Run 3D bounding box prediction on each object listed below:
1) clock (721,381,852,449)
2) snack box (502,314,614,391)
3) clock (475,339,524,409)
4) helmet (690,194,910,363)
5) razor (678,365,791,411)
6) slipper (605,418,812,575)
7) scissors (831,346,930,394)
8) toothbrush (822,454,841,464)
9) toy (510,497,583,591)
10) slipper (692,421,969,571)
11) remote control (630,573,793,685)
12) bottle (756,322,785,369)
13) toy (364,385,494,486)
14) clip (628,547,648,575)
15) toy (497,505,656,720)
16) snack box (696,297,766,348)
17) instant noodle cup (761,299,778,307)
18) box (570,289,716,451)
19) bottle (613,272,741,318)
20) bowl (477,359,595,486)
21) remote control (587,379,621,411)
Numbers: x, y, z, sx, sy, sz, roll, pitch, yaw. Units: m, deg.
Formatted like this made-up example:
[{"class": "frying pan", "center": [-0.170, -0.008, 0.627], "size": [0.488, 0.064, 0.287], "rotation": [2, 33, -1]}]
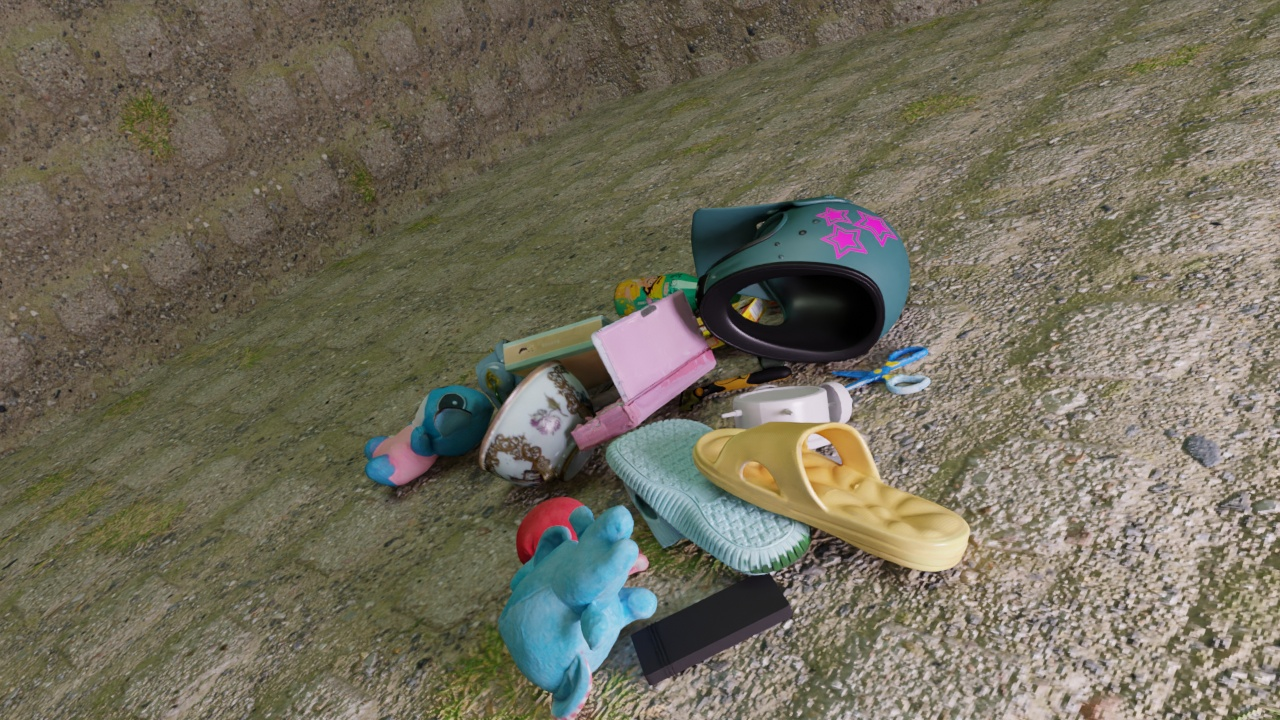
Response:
[{"class": "clock", "center": [0.158, 0.059, 0.969], "size": [0.120, 0.061, 0.158], "rotation": [-4, 7, 33]}, {"class": "snack box", "center": [-0.068, 0.000, 1.199], "size": [0.142, 0.044, 0.193], "rotation": [-15, -17, 22]}, {"class": "clock", "center": [-0.177, 0.037, 1.275], "size": [0.060, 0.118, 0.162], "rotation": [-34, 16, 4]}, {"class": "helmet", "center": [0.188, -0.110, 1.128], "size": [0.275, 0.177, 0.199], "rotation": [3, 37, 13]}, {"class": "razor", "center": [0.116, 0.030, 1.134], "size": [0.144, 0.021, 0.044], "rotation": [-14, 25, 15]}, {"class": "slipper", "center": [0.065, 0.137, 0.896], "size": [0.115, 0.069, 0.276], "rotation": [-30, 33, -17]}, {"class": "scissors", "center": [0.271, 0.019, 1.024], "size": [0.125, 0.016, 0.123], "rotation": [-24, 21, -3]}, {"class": "toothbrush", "center": [0.142, 0.102, 0.957], "size": [0.188, 0.018, 0.019], "rotation": [2, 32, 46]}, {"class": "toy", "center": [-0.088, 0.195, 0.930], "size": [0.092, 0.062, 0.132], "rotation": [-29, 37, 25]}, {"class": "slipper", "center": [0.163, 0.095, 0.802], "size": [0.099, 0.078, 0.264], "rotation": [-13, 27, -43]}, {"class": "remote control", "center": [0.059, 0.225, 0.778], "size": [0.133, 0.013, 0.058], "rotation": [-25, 23, -3]}, {"class": "bottle", "center": [0.159, -0.023, 1.188], "size": [0.033, 0.033, 0.122], "rotation": [-22, 23, 5]}, {"class": "toy", "center": [-0.291, 0.103, 1.258], "size": [0.191, 0.099, 0.224], "rotation": [-32, 10, -5]}, {"class": "clip", "center": [-0.017, 0.203, 0.890], "size": [0.059, 0.023, 0.045], "rotation": [-33, 23, -34]}, {"class": "toy", "center": [-0.043, 0.200, 0.786], "size": [0.181, 0.114, 0.183], "rotation": [-52, 31, 28]}, {"class": "snack box", "center": [0.096, -0.041, 1.257], "size": [0.153, 0.025, 0.075], "rotation": [-20, 20, 40]}, {"class": "instant noodle cup", "center": [0.216, -0.132, 1.284], "size": [0.122, 0.122, 0.136], "rotation": [-25, 30, 21]}, {"class": "box", "center": [-0.007, 0.004, 1.094], "size": [0.107, 0.115, 0.232], "rotation": [-30, 1, 34]}, {"class": "bottle", "center": [0.057, -0.100, 1.403], "size": [0.210, 0.068, 0.067], "rotation": [-4, 30, 39]}, {"class": "bowl", "center": [-0.107, 0.090, 1.094], "size": [0.094, 0.160, 0.159], "rotation": [34, 49, 13]}, {"class": "remote control", "center": [-0.056, 0.051, 1.205], "size": [0.134, 0.022, 0.050], "rotation": [-25, 16, 47]}]
